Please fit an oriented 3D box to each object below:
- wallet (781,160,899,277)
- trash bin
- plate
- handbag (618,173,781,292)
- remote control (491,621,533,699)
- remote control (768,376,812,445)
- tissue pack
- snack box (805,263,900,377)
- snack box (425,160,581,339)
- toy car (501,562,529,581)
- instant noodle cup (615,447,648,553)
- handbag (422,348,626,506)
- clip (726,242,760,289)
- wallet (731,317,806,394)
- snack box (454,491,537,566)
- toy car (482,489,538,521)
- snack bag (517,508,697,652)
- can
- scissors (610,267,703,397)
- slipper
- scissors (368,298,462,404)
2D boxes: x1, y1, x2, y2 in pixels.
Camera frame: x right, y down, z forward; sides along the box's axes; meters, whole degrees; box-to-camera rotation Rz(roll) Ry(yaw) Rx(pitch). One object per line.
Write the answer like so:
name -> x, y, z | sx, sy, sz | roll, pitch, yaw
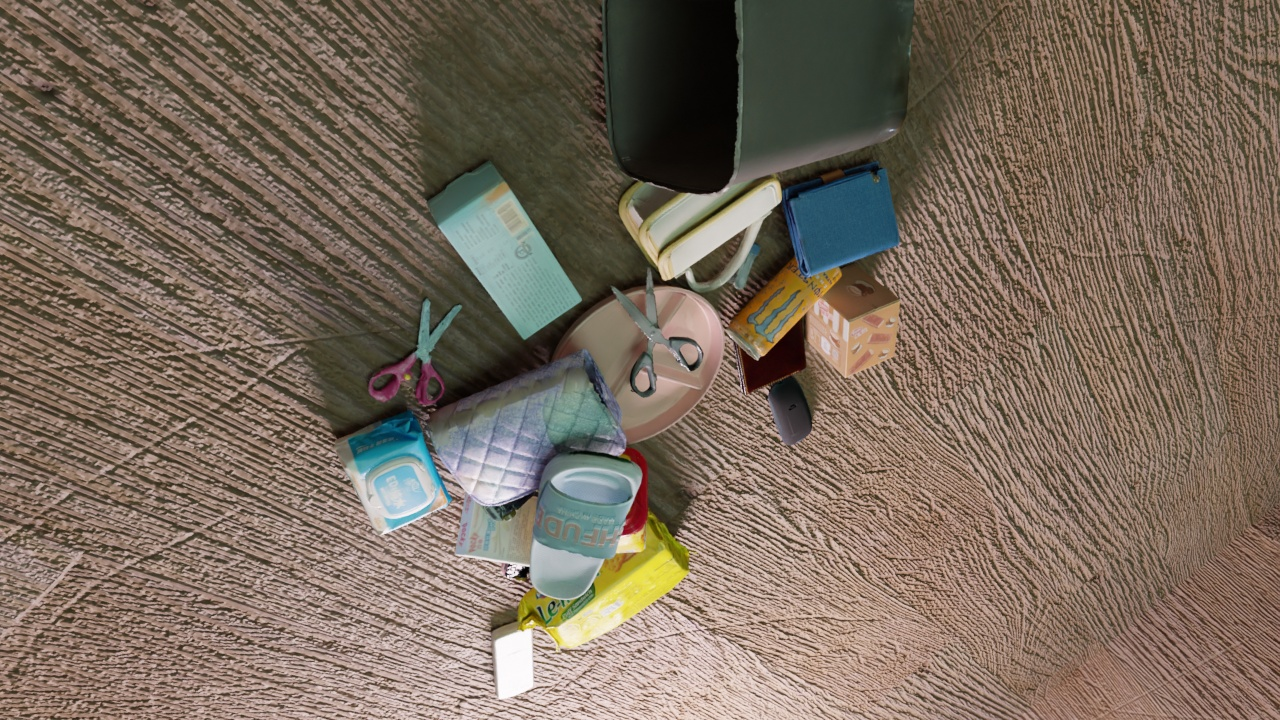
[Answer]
wallet -> 0.229, -0.164, 1.051 | 0.133, 0.040, 0.106 | -20, 101, -20
trash bin -> 0.107, -0.265, 0.812 | 0.219, 0.199, 0.199 | -16, 115, -29
plate -> -0.006, 0.006, 1.082 | 0.229, 0.028, 0.230 | -16, 133, -19
handbag -> 0.081, -0.147, 0.992 | 0.163, 0.063, 0.179 | -35, 139, 1
remote control -> -0.184, 0.431, 1.321 | 0.058, 0.021, 0.150 | -13, 130, -22
remote control -> 0.211, 0.076, 1.270 | 0.053, 0.024, 0.136 | -31, 135, -4
tissue pack -> -0.266, 0.124, 0.996 | 0.090, 0.063, 0.140 | -23, 133, -14
snack box -> 0.264, -0.051, 1.151 | 0.077, 0.092, 0.094 | -22, 133, -15
snack box -> -0.131, -0.105, 0.901 | 0.074, 0.051, 0.175 | -34, 134, -1
toy car -> -0.128, 0.249, 1.200 | 0.122, 0.037, 0.056 | -11, 137, -40
instant noodle cup -> -0.041, 0.182, 1.139 | 0.116, 0.116, 0.124 | -6, 147, 9
handbag -> -0.121, 0.074, 1.010 | 0.194, 0.075, 0.134 | -22, 132, 6
clip -> 0.120, -0.112, 1.069 | 0.024, 0.029, 0.057 | 15, 109, -40
wallet -> 0.166, -0.015, 1.175 | 0.096, 0.020, 0.122 | -23, 135, -7
snack box -> -0.149, 0.207, 1.125 | 0.156, 0.027, 0.084 | 20, 71, -39
toy car -> -0.150, 0.152, 1.089 | 0.090, 0.035, 0.042 | -43, 110, -24
snack bag -> -0.043, 0.309, 1.259 | 0.246, 0.068, 0.158 | -35, 146, -2
can -> 0.171, -0.071, 1.094 | 0.146, 0.058, 0.058 | -46, 135, 0
scissors -> 0.015, -0.027, 1.041 | 0.173, 0.014, 0.160 | 11, 117, -34
slipper -> -0.073, 0.192, 1.015 | 0.104, 0.074, 0.246 | 15, 127, -5
scissors -> -0.220, -0.004, 0.956 | 0.136, 0.017, 0.105 | -49, 133, 7
